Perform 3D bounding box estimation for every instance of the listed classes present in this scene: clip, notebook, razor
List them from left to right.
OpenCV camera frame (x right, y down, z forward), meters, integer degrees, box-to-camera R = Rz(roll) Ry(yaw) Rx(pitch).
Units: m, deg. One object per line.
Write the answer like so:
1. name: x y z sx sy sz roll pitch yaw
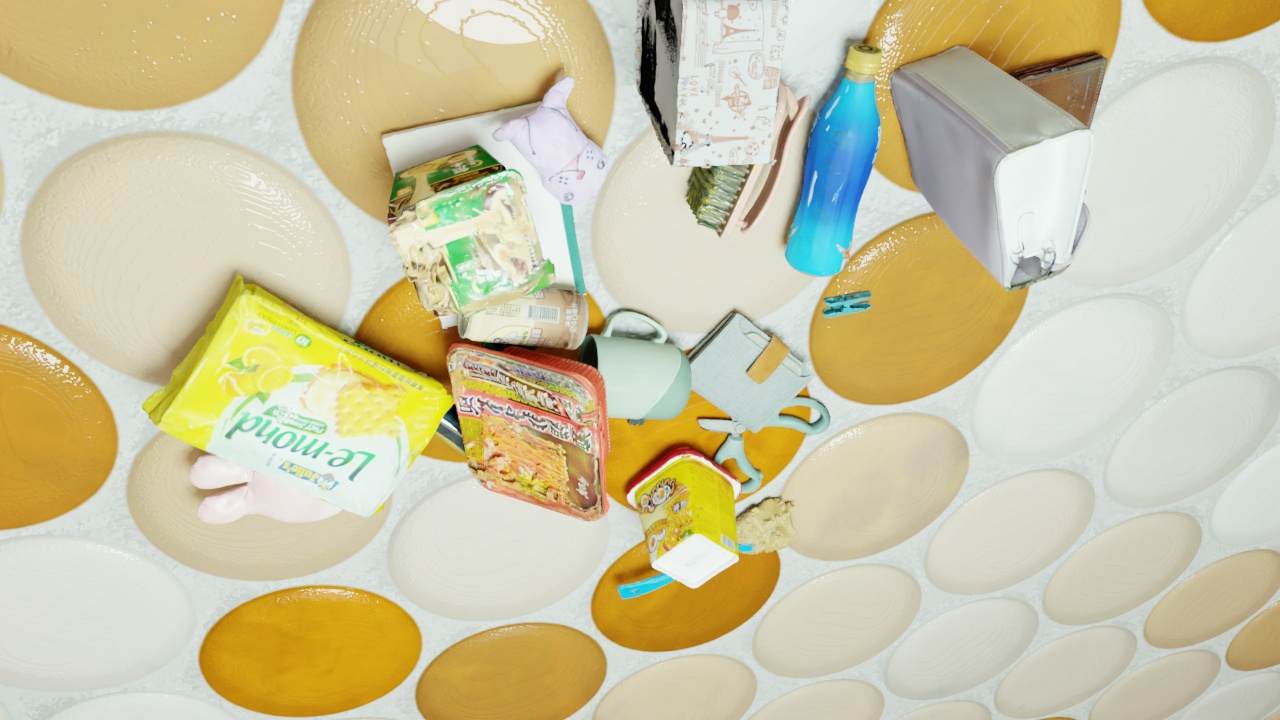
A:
1. razor: -0.182 0.086 0.987 0.068 0.062 0.167 -19 132 41
2. notebook: -0.136 -0.129 0.851 0.150 0.012 0.209 -14 131 -7
3. clip: 0.228 -0.061 1.008 0.057 0.014 0.045 -11 128 -6

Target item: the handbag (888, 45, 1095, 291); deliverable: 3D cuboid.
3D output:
1. handbag: 0.311 -0.177 0.823 0.098 0.196 0.145 -17 130 -2

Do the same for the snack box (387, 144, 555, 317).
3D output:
1. snack box: -0.149 -0.119 0.777 0.117 0.105 0.118 -20 132 -6

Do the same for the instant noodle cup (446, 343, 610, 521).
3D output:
1. instant noodle cup: -0.098 0.062 0.901 0.165 0.078 0.189 15 129 22

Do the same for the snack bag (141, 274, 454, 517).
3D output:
1. snack bag: -0.313 0.038 0.873 0.246 0.068 0.158 32 99 -28

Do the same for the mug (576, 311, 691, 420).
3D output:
1. mug: -0.006 0.006 0.958 0.106 0.082 0.112 5 94 -19

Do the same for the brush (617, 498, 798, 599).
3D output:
1. brush: 0.090 0.251 1.187 0.254 0.046 0.083 -24 134 -4

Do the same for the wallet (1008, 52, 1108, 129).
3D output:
1. wallet: 0.405 -0.237 0.912 0.101 0.032 0.125 -14 130 -8

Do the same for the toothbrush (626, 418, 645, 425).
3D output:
1. toothbrush: -0.089 0.048 0.996 0.212 0.026 0.027 10 111 -24

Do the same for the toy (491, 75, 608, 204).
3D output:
1. toy: -0.068 -0.184 0.798 0.084 0.039 0.108 -40 129 -1

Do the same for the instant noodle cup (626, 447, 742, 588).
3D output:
1. instant noodle cup: 0.056 0.187 1.072 0.116 0.123 0.116 34 119 -30

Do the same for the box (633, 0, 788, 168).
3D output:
1. box: 0.100 -0.256 0.712 0.197 0.180 0.158 -8 127 -10

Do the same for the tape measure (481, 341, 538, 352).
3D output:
1. tape measure: -0.134 -0.015 0.933 0.058 0.025 0.054 -43 127 17

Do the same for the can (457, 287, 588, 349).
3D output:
1. can: -0.113 -0.044 0.881 0.116 0.058 0.059 5 126 -22

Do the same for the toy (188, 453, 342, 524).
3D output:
1. toy: -0.377 0.122 0.950 0.159 0.054 0.121 -6 122 -19

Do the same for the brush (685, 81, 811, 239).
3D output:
1. brush: 0.100 -0.186 0.843 0.073 0.063 0.146 13 121 -20

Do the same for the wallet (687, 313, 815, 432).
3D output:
1. wallet: 0.118 0.015 1.013 0.129 0.037 0.107 35 110 -28

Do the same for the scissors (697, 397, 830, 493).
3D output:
1. scissors: 0.154 0.088 1.103 0.181 0.019 0.170 -19 129 0

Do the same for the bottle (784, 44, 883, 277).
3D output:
1. bottle: 0.187 -0.184 0.865 0.065 0.065 0.219 -3 128 -14
